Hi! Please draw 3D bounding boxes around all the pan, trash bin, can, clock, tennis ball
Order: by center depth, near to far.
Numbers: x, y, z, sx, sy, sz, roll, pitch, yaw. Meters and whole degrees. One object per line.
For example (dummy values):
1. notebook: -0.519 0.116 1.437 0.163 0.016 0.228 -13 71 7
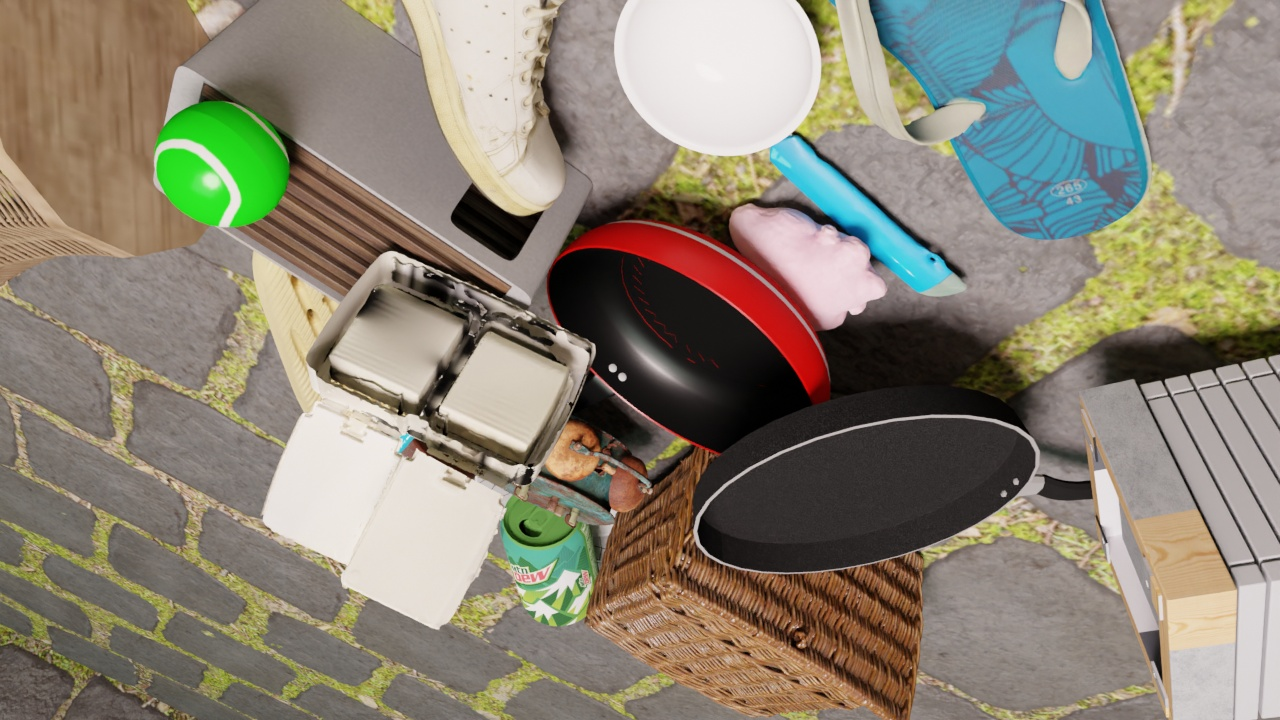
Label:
1. tennis ball: -0.220 -0.103 0.485 0.065 0.065 0.065 13 140 11
2. trash bin: 0.393 0.086 0.493 0.247 0.142 0.142 -15 130 17
3. trash bin: -0.167 -0.113 0.593 0.229 0.114 0.115 34 139 -14
4. pan: 0.209 0.083 0.622 0.356 0.034 0.226 -2 145 -11
5. pan: -0.004 0.004 0.683 0.209 0.067 0.357 43 154 -14
6. clock: -0.059 0.092 0.749 0.121 0.073 0.158 36 156 -34
7. can: -0.085 0.188 0.888 0.083 0.082 0.144 10 139 14

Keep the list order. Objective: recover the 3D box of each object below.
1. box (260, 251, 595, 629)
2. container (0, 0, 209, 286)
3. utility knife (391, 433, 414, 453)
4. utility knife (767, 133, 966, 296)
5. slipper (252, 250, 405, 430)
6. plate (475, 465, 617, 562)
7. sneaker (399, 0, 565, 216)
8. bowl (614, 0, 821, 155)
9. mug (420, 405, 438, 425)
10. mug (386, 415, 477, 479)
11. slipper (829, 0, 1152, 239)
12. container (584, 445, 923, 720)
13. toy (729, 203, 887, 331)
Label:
1. box: -0.123 0.038 0.518 0.145 0.185 0.066 27 166 2
2. container: -0.403 -0.152 0.587 0.196 0.226 0.227 -3 135 17
3. utility knife: -0.192 0.049 0.804 0.022 0.117 0.015 39 180 33
4. utility knife: 0.122 -0.099 0.554 0.196 0.015 0.031 38 135 -16
5. slipper: -0.241 -0.036 0.741 0.111 0.079 0.262 -19 147 -14
6. plate: -0.073 0.140 0.909 0.189 0.016 0.189 13 140 11
7. sneaker: -0.071 -0.194 0.491 0.102 0.088 0.242 -7 129 19
8. bowl: 0.045 -0.168 0.492 0.110 0.040 0.110 13 139 11
9. mug: -0.149 0.004 0.721 0.115 0.094 0.068 -3 154 -30
10. mug: -0.220 0.106 0.873 0.110 0.123 0.096 -41 117 10
11. slipper: 0.159 -0.158 0.440 0.118 0.060 0.295 -24 123 37
12. container: 0.088 0.199 0.785 0.250 0.161 0.184 35 138 -17
13. toy: 0.107 -0.058 0.579 0.093 0.050 0.102 -3 132 45
